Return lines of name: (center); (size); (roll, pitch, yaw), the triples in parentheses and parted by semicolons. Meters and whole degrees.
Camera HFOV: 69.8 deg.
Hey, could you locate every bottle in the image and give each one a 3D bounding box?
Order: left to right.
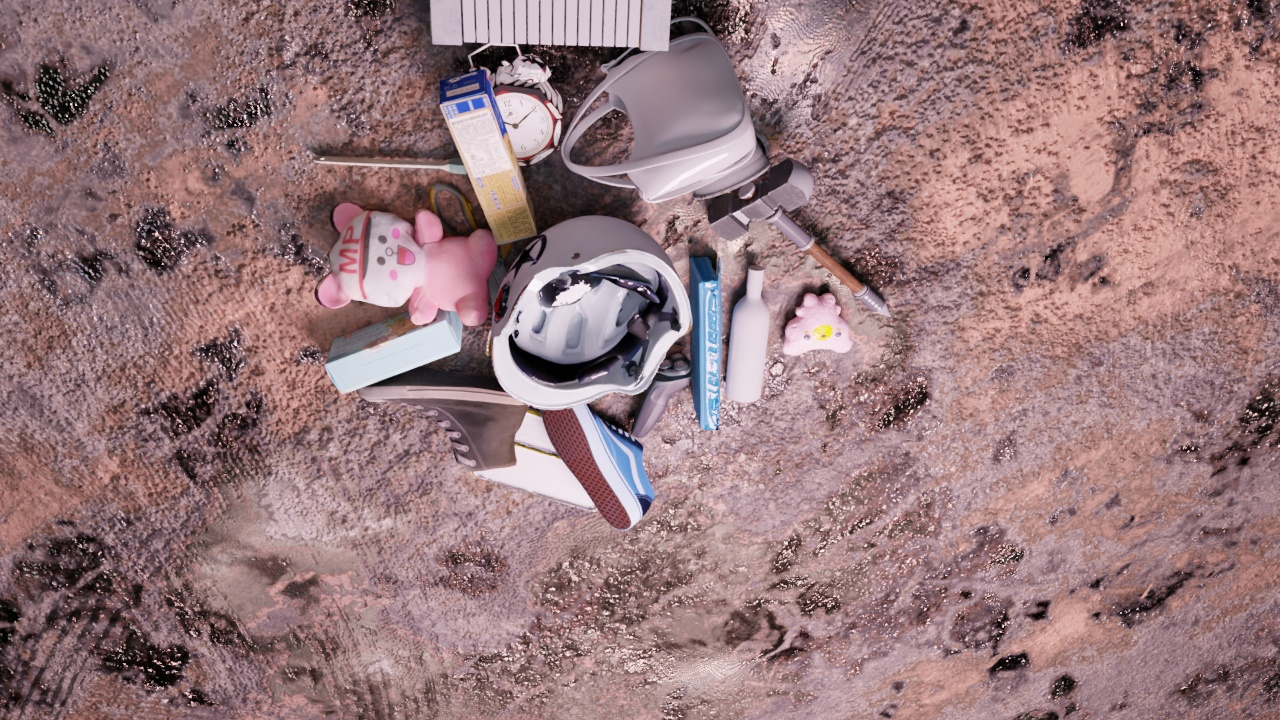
bottle: (0.152, -0.038, 1.281); (0.052, 0.052, 0.195); (-1, 118, -8)

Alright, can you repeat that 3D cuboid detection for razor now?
razor: (0.027, 0.053, 1.306); (0.052, 0.047, 0.143); (20, 117, -17)

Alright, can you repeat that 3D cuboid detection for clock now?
clock: (-0.152, -0.308, 1.078); (0.115, 0.065, 0.155); (-11, 137, 6)
clock: (0.117, -0.247, 1.144); (0.147, 0.104, 0.056); (-36, 111, -23)

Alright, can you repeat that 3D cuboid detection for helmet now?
helmet: (-0.078, -0.071, 1.167); (0.236, 0.163, 0.265); (22, 122, -34)

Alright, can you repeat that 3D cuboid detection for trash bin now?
trash bin: (-0.098, -0.422, 0.985); (0.247, 0.142, 0.143); (-1, 118, -8)

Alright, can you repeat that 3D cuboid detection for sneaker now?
sneaker: (-0.271, 0.078, 1.249); (0.234, 0.095, 0.120); (7, 105, -13)
sneaker: (-0.056, 0.121, 1.318); (0.084, 0.098, 0.241); (-17, 108, 44)

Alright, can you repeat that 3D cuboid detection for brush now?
brush: (-0.288, -0.241, 1.121); (0.217, 0.033, 0.012); (1, 118, -7)

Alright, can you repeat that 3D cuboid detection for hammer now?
hammer: (0.245, -0.139, 1.233); (0.322, 0.043, 0.156); (33, 140, -32)

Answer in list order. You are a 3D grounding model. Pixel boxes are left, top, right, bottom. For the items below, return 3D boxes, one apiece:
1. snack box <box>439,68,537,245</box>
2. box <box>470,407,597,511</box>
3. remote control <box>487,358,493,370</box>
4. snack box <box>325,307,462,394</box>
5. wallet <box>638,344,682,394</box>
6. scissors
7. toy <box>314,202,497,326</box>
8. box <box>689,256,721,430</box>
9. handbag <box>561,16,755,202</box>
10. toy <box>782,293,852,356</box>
snack box: (-0.174, -0.233, 1.068); (0.056, 0.057, 0.207); (-13, 137, 3)
box: (-0.135, 0.141, 1.348); (0.209, 0.038, 0.130); (19, 102, -18)
remote control: (-0.153, 0.031, 1.296); (0.136, 0.015, 0.032); (36, 108, -22)
snack box: (-0.323, -0.021, 1.210); (0.175, 0.075, 0.053); (-19, 119, 3)
wallet: (-0.008, 0.008, 1.305); (0.121, 0.013, 0.088); (9, 117, -17)
scissors: (-0.182, -0.146, 1.196); (0.162, 0.016, 0.226); (-23, 119, 5)
toy: (-0.289, -0.117, 1.145); (0.213, 0.084, 0.142); (7, 89, -8)
box: (0.097, -0.023, 1.260); (0.048, 0.093, 0.232); (-5, 118, -5)
handbag: (0.011, -0.284, 1.079); (0.223, 0.215, 0.095); (-18, 157, 8)
toy: (0.251, -0.050, 1.291); (0.102, 0.050, 0.093); (-2, 114, -11)
